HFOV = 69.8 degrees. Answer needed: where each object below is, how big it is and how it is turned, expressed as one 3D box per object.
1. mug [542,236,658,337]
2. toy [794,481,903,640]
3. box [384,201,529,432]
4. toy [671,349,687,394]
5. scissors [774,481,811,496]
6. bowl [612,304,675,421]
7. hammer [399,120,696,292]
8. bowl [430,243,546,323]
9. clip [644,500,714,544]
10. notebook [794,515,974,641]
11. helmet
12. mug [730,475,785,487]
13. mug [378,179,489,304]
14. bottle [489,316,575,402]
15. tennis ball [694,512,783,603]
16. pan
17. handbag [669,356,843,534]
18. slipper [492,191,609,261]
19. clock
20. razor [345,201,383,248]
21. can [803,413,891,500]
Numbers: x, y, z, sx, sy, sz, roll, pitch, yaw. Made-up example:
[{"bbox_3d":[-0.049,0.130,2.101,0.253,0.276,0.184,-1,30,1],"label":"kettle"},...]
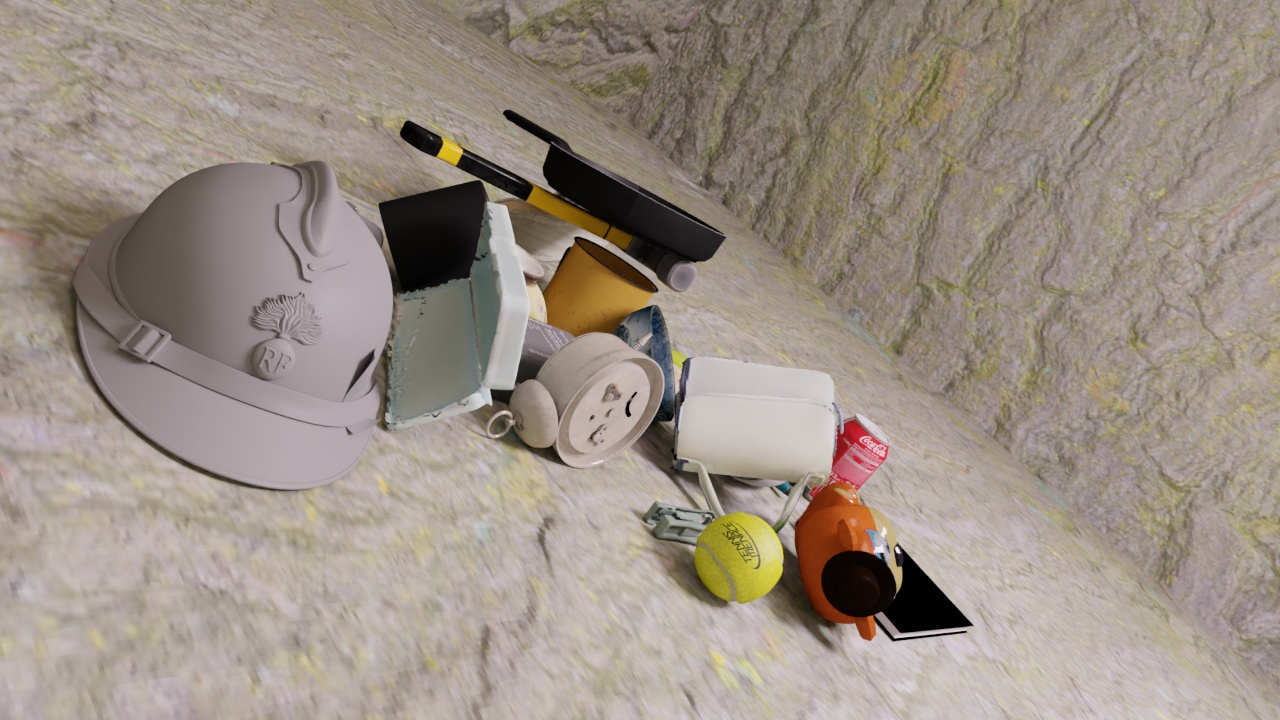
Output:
[{"bbox_3d":[-0.056,-0.067,0.949,0.100,0.094,0.124,19,20,-48],"label":"mug"},{"bbox_3d":[0.176,0.172,0.790,0.175,0.096,0.112,-32,111,-70],"label":"toy"},{"bbox_3d":[-0.130,-0.038,0.655,0.074,0.126,0.197,61,2,-30],"label":"box"},{"bbox_3d":[0.038,0.023,1.000,0.092,0.043,0.117,44,20,14],"label":"toy"},{"bbox_3d":[0.133,0.105,1.020,0.155,0.019,0.124,32,15,-12],"label":"scissors"},{"bbox_3d":[-0.005,0.005,0.894,0.114,0.061,0.114,-5,89,-79],"label":"bowl"},{"bbox_3d":[-0.095,-0.162,0.927,0.324,0.034,0.170,21,14,-38],"label":"hammer"},{"bbox_3d":[-0.137,-0.076,0.861,0.145,0.063,0.145,34,17,-12],"label":"bowl"},{"bbox_3d":[0.038,0.132,0.732,0.075,0.023,0.042,19,26,-43],"label":"clip"},{"bbox_3d":[0.257,0.225,0.959,0.206,0.016,0.149,18,26,-51],"label":"notebook"},{"bbox_3d":[-0.211,-0.055,0.540,0.183,0.118,0.271,27,21,-34],"label":"helmet"},{"bbox_3d":[0.117,0.083,0.948,0.107,0.071,0.089,49,9,28],"label":"mug"},{"bbox_3d":[-0.162,-0.088,0.777,0.078,0.088,0.113,174,-99,-79],"label":"mug"},{"bbox_3d":[-0.080,0.006,0.785,0.173,0.046,0.083,22,22,-44],"label":"bottle"},{"bbox_3d":[0.073,0.147,0.685,0.065,0.065,0.065,34,16,-12],"label":"tennis ball"},{"bbox_3d":[-0.055,-0.198,0.995,0.203,0.044,0.356,15,17,-49],"label":"pan"},{"bbox_3d":[0.103,0.081,0.828,0.151,0.074,0.175,7,53,1],"label":"handbag"},{"bbox_3d":[-0.109,-0.164,1.084,0.272,0.115,0.054,-10,69,-59],"label":"slipper"},{"bbox_3d":[-0.055,0.030,0.708,0.156,0.104,0.061,-15,42,-39],"label":"clock"},{"bbox_3d":[-0.256,-0.118,0.772,0.088,0.047,0.116,33,9,-16],"label":"razor"},{"bbox_3d":[0.230,0.116,1.039,0.064,0.105,0.064,34,16,-12],"label":"can"}]
